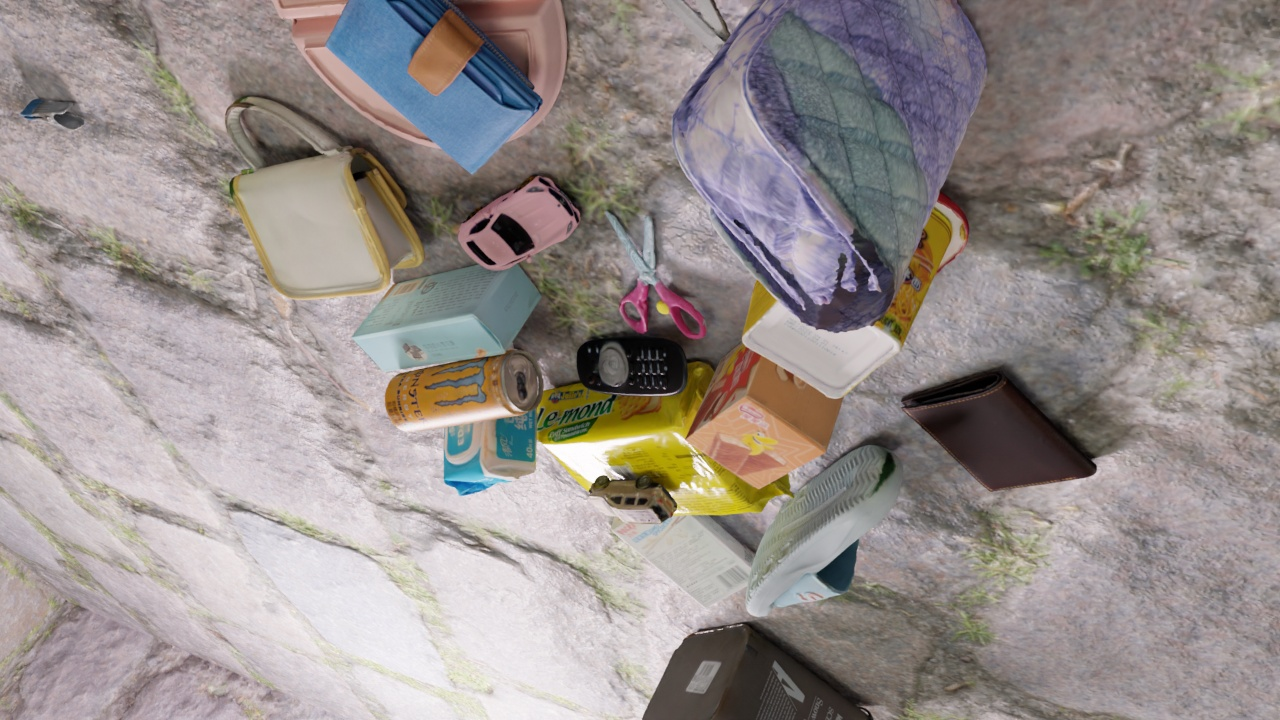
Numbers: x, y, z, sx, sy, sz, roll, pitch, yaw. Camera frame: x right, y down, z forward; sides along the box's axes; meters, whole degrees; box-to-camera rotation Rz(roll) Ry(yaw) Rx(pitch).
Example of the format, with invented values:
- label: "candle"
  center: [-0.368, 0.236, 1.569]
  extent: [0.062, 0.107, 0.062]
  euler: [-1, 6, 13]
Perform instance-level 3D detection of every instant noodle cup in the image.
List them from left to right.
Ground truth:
- label: "instant noodle cup"
  center: [0.128, -0.054, 0.581]
  extent: [0.116, 0.123, 0.116]
  euler: [31, 144, -6]

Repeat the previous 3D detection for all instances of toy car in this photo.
- label: "toy car"
  center: [-0.101, -0.106, 0.736]
  extent: [0.123, 0.037, 0.056]
  euler: [-19, 126, 44]
- label: "toy car"
  center: [-0.011, 0.131, 0.856]
  extent: [0.091, 0.035, 0.042]
  euler: [-3, 133, 40]

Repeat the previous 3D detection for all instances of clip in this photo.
- label: "clip"
  center: [-0.560, -0.236, 0.875]
  extent: [0.057, 0.024, 0.029]
  euler: [10, 145, 13]

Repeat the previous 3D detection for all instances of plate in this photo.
- label: "plate"
  center: [-0.159, -0.235, 0.619]
  extent: [0.230, 0.028, 0.230]
  euler: [18, 143, 14]

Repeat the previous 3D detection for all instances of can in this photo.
- label: "can"
  center: [-0.161, 0.029, 0.827]
  extent: [0.146, 0.058, 0.058]
  euler: [-11, 130, 31]

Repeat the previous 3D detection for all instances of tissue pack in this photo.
- label: "tissue pack"
  center: [-0.150, 0.058, 0.894]
  extent: [0.063, 0.140, 0.090]
  euler: [14, 157, -40]

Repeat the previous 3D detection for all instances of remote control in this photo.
- label: "remote control"
  center: [-0.005, 0.005, 0.802]
  extent: [0.137, 0.024, 0.053]
  euler: [1, 100, 46]

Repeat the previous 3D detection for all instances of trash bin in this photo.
- label: "trash bin"
  center: [0.143, 0.469, 1.169]
  extent: [0.220, 0.198, 0.199]
  euler: [46, 139, -14]

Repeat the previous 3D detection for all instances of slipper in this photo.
- label: "slipper"
  center: [0.173, 0.163, 0.843]
  extent: [0.074, 0.103, 0.246]
  euler: [28, 138, -4]

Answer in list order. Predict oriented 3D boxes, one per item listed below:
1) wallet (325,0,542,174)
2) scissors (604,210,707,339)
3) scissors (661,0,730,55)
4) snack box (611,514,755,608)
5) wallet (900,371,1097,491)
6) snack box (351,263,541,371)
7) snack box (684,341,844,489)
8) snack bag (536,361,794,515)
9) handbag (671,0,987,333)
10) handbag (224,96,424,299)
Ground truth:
- label: "wallet"
  center: [-0.137, -0.191, 0.606]
  extent: [0.133, 0.040, 0.107]
  euler: [40, 146, -19]
- label: "scissors"
  center: [0.000, -0.066, 0.741]
  extent: [0.105, 0.017, 0.136]
  euler: [-6, 129, 44]
- label: "scissors"
  center: [0.054, -0.179, 0.547]
  extent: [0.159, 0.014, 0.174]
  euler: [27, 151, 23]
- label: "snack box"
  center: [0.052, 0.204, 1.003]
  extent: [0.085, 0.026, 0.157]
  euler: [-36, 113, 26]
- label: "wallet"
  center: [0.277, 0.060, 0.717]
  extent: [0.122, 0.020, 0.097]
  euler: [40, 147, -19]
- label: "snack box"
  center: [-0.178, -0.039, 0.832]
  extent: [0.175, 0.074, 0.051]
  euler: [-7, 132, 38]
- label: "snack box"
  center: [0.102, 0.033, 0.729]
  extent: [0.077, 0.092, 0.095]
  euler: [34, 144, -9]
- label: "snack bag"
  center: [0.007, 0.087, 0.878]
  extent: [0.247, 0.068, 0.158]
  euler: [-10, 130, 41]
- label: "handbag"
  center: [0.101, -0.124, 0.457]
  extent: [0.134, 0.193, 0.076]
  euler: [46, 145, -18]
- label: "handbag"
  center: [-0.281, -0.146, 0.792]
  extent: [0.164, 0.063, 0.179]
  euler: [-1, 121, 33]
